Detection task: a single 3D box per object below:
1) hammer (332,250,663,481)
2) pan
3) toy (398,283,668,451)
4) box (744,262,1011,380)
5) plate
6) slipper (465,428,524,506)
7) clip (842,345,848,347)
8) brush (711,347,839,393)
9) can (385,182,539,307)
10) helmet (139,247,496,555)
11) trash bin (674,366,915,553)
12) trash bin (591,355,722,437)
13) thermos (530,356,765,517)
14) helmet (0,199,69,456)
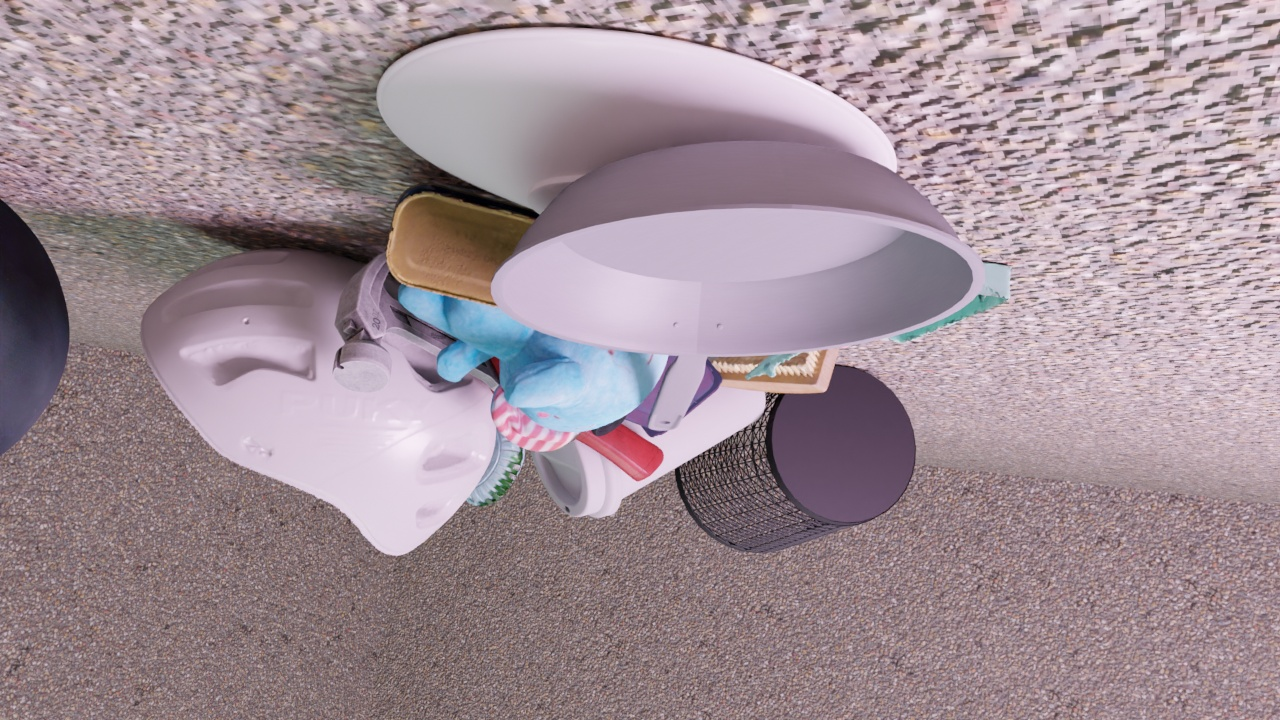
[{"bbox_3d":[-0.092,0.020,0.715,0.036,0.126,0.315,-30,136,30],"label":"hammer"},{"bbox_3d":[0.031,-0.017,0.466,0.200,0.050,0.357,2,167,-5],"label":"pan"},{"bbox_3d":[-0.063,-0.013,0.589,0.180,0.114,0.184,26,123,-30],"label":"toy"},{"bbox_3d":[0.140,-0.026,0.595,0.138,0.057,0.187,-10,173,-4],"label":"box"},{"bbox_3d":[-0.004,-0.079,0.414,0.229,0.030,0.229,8,173,1],"label":"plate"},{"bbox_3d":[-0.177,0.041,0.899,0.069,0.116,0.276,20,-161,-46],"label":"slipper"},{"bbox_3d":[0.144,-0.020,0.757,0.060,0.023,0.044,4,167,17],"label":"clip"},{"bbox_3d":[0.117,-0.001,0.830,0.117,0.049,0.039,4,149,35],"label":"brush"},{"bbox_3d":[-0.085,-0.060,0.495,0.099,0.054,0.059,12,-170,-16],"label":"can"},{"bbox_3d":[-0.245,0.015,0.732,0.282,0.184,0.224,26,-168,-13],"label":"helmet"},{"bbox_3d":[0.178,0.109,1.049,0.217,0.216,0.244,10,166,-13],"label":"trash bin"},{"bbox_3d":[-0.004,0.004,0.746,0.093,0.092,0.160,52,-172,20],"label":"trash bin"},{"bbox_3d":[0.012,0.060,0.902,0.221,0.131,0.132,-20,-172,-29],"label":"thermos"},{"bbox_3d":[-0.505,-0.027,0.570,0.235,0.249,0.317,-19,177,-14],"label":"helmet"}]
